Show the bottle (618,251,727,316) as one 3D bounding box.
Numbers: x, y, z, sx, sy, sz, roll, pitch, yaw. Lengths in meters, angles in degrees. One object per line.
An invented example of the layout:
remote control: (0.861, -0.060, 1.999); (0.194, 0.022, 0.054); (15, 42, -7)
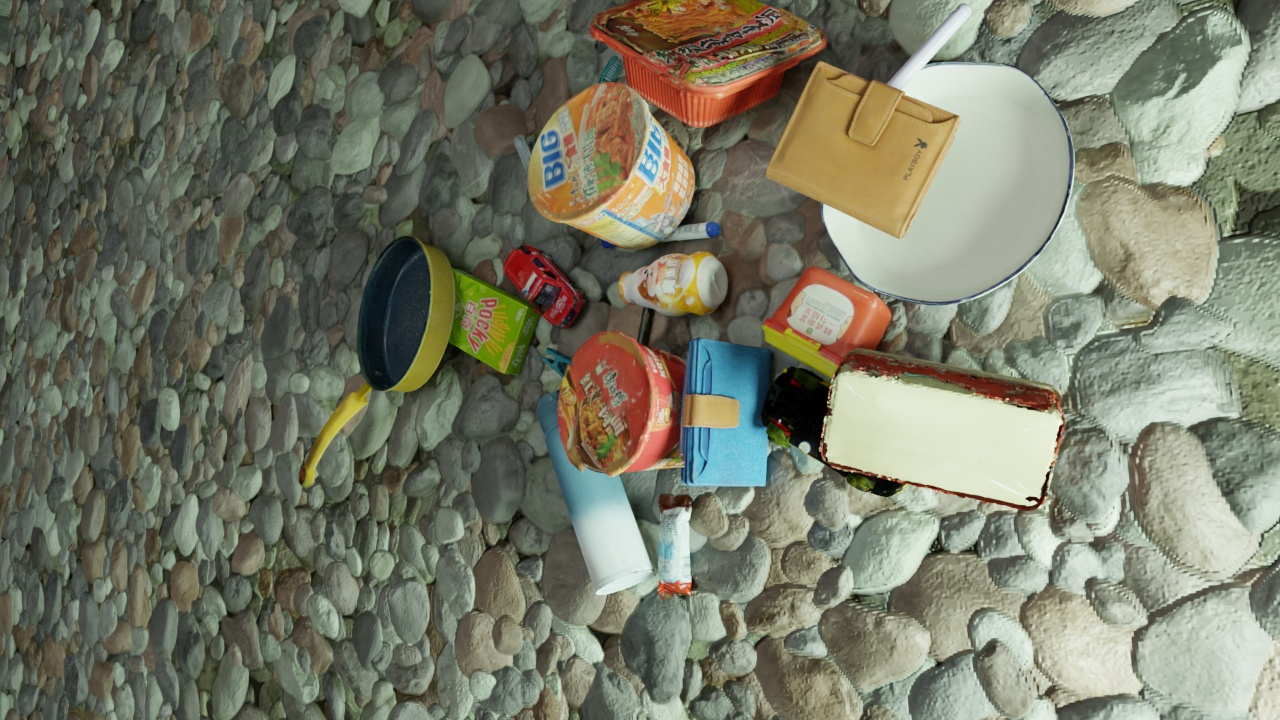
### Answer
bottle: (0.031, -0.075, 0.917); (0.109, 0.063, 0.063); (-1, 84, 36)

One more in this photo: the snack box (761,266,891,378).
snack box: (0.165, -0.031, 0.801); (0.091, 0.082, 0.080); (32, 95, 29)

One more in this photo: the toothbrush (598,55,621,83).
toothbrush: (-0.073, -0.261, 1.052); (0.018, 0.016, 0.192); (40, 108, 23)

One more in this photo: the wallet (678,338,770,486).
wallet: (0.079, 0.049, 0.839); (0.040, 0.106, 0.133); (-4, 81, 49)

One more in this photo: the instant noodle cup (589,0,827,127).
instant noodle cup: (0.060, -0.294, 0.879); (0.189, 0.164, 0.079); (42, 148, 33)

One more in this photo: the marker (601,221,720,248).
marker: (0.019, -0.131, 0.964); (0.146, 0.016, 0.017); (0, 84, 37)

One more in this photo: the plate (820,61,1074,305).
plate: (0.255, -0.144, 0.768); (0.205, 0.045, 0.204); (-5, 82, 36)

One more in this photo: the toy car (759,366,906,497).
toy car: (0.174, 0.063, 0.805); (0.156, 0.041, 0.071); (31, 103, 32)

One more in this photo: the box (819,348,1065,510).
box: (0.228, 0.051, 0.701); (0.168, 0.078, 0.091); (12, 109, 18)

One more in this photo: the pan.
pan: (-0.343, 0.011, 1.165); (0.198, 0.078, 0.358); (41, 112, 47)

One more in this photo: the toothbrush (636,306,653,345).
toothbrush: (-0.006, 0.006, 0.965); (0.012, 0.017, 0.186); (12, 92, 41)

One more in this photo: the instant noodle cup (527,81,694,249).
instant noodle cup: (-0.023, -0.188, 0.931); (0.152, 0.111, 0.151); (-14, 65, 33)

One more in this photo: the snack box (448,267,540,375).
snack box: (-0.191, -0.049, 1.108); (0.156, 0.026, 0.086); (27, 102, 36)

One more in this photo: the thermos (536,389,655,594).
thermos: (-0.051, 0.130, 0.957); (0.070, 0.070, 0.220); (-35, 64, 29)

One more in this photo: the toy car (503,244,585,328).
toy car: (-0.111, -0.084, 1.041); (0.120, 0.045, 0.053); (44, 112, 30)

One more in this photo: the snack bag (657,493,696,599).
snack bag: (0.034, 0.184, 0.907); (0.045, 0.026, 0.105); (-9, 78, 45)

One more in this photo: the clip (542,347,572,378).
clip: (-0.089, 0.003, 1.032); (0.056, 0.014, 0.041); (34, 104, 34)

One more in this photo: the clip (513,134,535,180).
clip: (-0.133, -0.241, 1.092); (0.024, 0.028, 0.056); (-20, 82, 35)

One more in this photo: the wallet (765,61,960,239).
wallet: (0.183, -0.176, 0.761); (0.132, 0.031, 0.108); (31, 107, 20)

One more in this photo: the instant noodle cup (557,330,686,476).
instant noodle cup: (0.003, 0.045, 0.885); (0.138, 0.108, 0.137); (-10, 76, 47)

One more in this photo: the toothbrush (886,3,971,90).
toothbrush: (0.208, -0.219, 0.773); (0.189, 0.021, 0.029); (-49, 26, 21)
